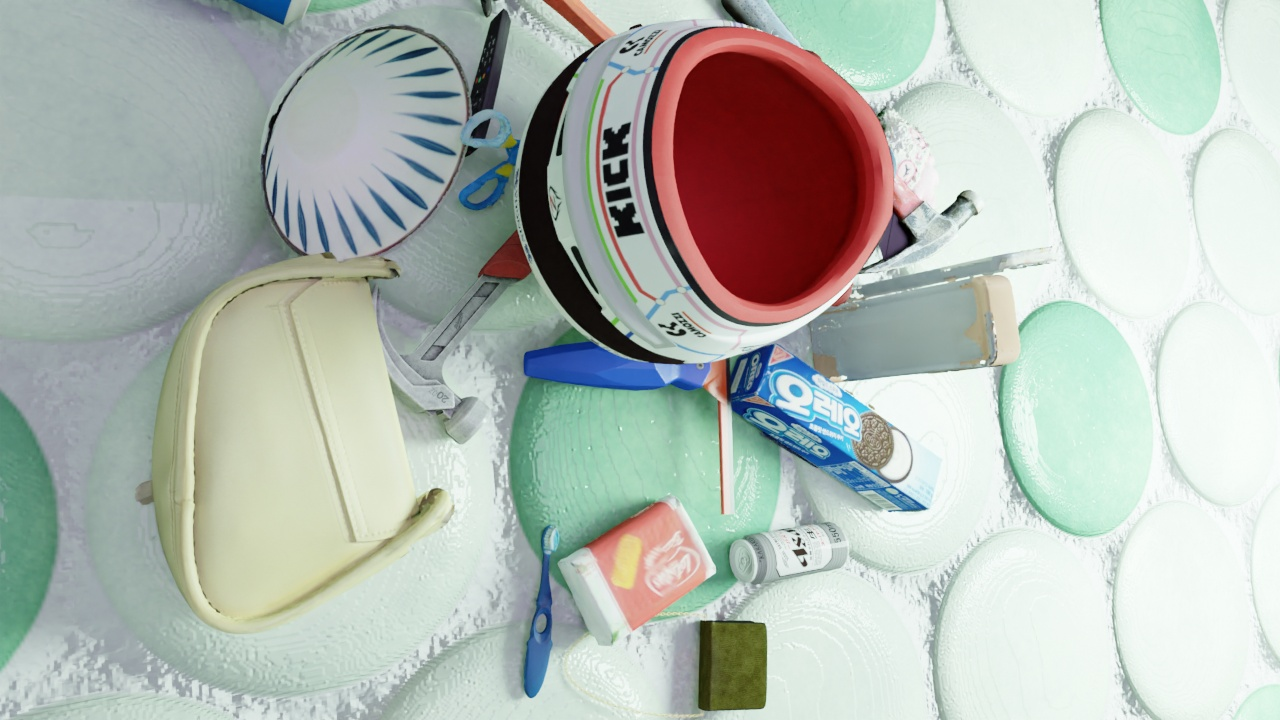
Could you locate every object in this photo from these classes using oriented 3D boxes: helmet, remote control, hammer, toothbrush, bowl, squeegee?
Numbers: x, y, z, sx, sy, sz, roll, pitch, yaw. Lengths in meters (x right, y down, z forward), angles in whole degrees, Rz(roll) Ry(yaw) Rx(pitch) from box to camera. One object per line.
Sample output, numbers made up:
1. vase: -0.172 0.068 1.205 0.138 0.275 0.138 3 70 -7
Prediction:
1. helmet: 0.025 -0.113 0.654 0.313 0.237 0.231 -14 97 -45
2. remote control: -0.125 -0.223 0.738 0.010 0.039 0.124 18 73 -30
3. hammer: 0.187 -0.228 0.897 0.140 0.036 0.326 -40 96 -2
4. toothbrush: -0.076 0.195 0.716 0.021 0.016 0.132 11 77 -24
5. bowl: -0.208 -0.161 0.648 0.071 0.178 0.176 34 61 24
6. hammer: -0.094 -0.092 0.741 0.126 0.036 0.314 43 64 -14
7. hammer: 0.001 -0.240 0.777 0.333 0.133 0.033 36 65 -29
8. squeegee: -0.005 0.004 0.762 0.184 0.055 0.249 1 82 -18

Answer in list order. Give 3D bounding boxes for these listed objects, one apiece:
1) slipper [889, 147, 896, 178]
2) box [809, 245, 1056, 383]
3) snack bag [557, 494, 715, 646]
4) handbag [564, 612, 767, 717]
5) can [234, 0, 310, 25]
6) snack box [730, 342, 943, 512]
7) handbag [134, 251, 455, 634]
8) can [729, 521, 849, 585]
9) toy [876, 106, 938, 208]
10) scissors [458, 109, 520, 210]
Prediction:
1. slipper: 0.140 -0.214 0.847 0.213 0.059 0.104 37 92 -3
2. box: 0.253 -0.036 0.816 0.096 0.217 0.105 1 84 -29
3. snack bag: -0.002 0.169 0.747 0.115 0.036 0.077 -28 90 -29
4. handbag: 0.022 0.252 0.762 0.178 0.027 0.084 7 78 -22
5. can: -0.295 -0.299 0.633 0.146 0.079 0.078 22 73 -24
6. snack box: 0.182 0.068 0.852 0.226 0.059 0.059 32 65 -20
7. handbag: -0.233 0.048 0.612 0.190 0.089 0.233 -12 92 -32
8. can: 0.134 0.172 0.819 0.106 0.044 0.044 -3 84 -29
9. toy: 0.280 -0.205 0.958 0.109 0.041 0.095 36 67 -25
10. scissors: -0.098 -0.176 0.732 0.019 0.105 0.131 36 63 25
